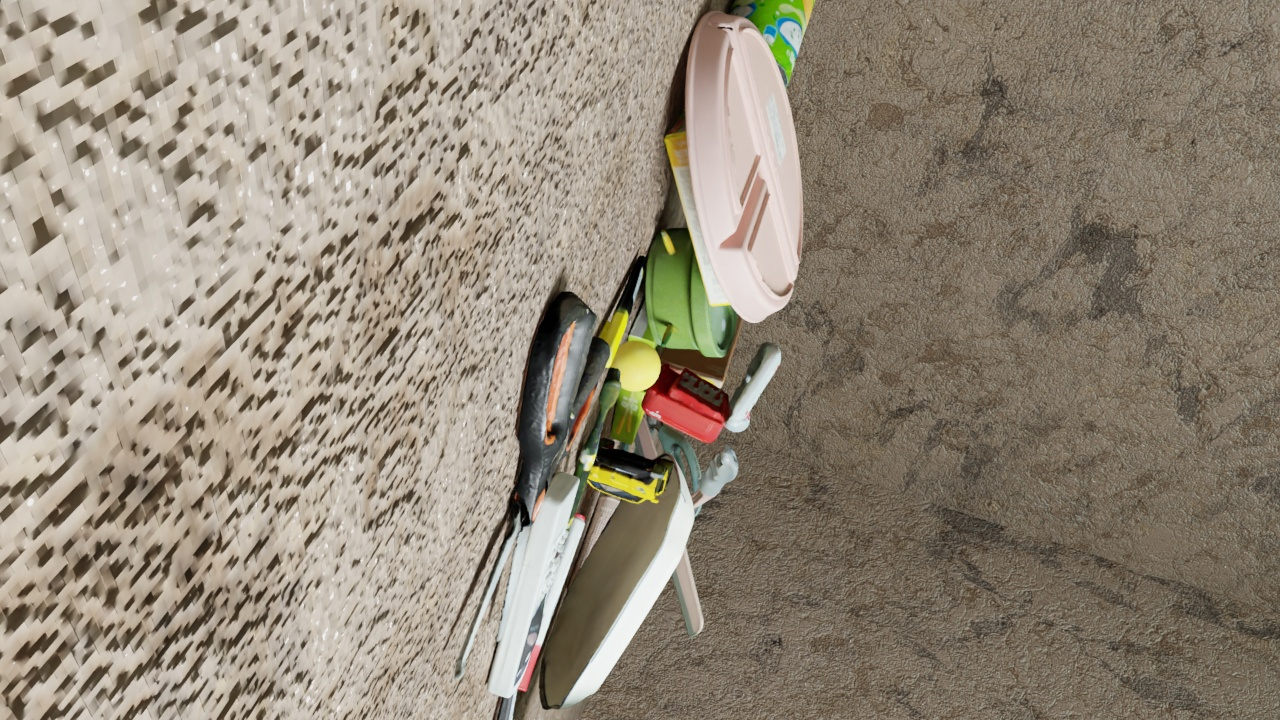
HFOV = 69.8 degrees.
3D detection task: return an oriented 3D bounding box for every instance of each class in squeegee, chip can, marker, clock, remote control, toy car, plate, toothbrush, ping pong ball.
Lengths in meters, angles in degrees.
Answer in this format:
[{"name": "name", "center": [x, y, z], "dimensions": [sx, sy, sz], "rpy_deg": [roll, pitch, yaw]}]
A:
[{"name": "squeegee", "center": [0.059, 0.123, 0.877], "dimensions": [0.250, 0.040, 0.247], "rpy_deg": [118, -40, -65]}, {"name": "chip can", "center": [0.127, -0.342, 0.803], "dimensions": [0.072, 0.072, 0.235], "rpy_deg": [91, 18, -73]}, {"name": "marker", "center": [-0.105, 0.270, 0.700], "dimensions": [0.018, 0.015, 0.124], "rpy_deg": [-59, 163, -75]}, {"name": "clock", "center": [0.051, -0.063, 0.798], "dimensions": [0.161, 0.056, 0.116], "rpy_deg": [-14, 106, -71]}, {"name": "remote control", "center": [-0.070, 0.150, 0.614], "dimensions": [0.058, 0.021, 0.150], "rpy_deg": [-51, 157, -76]}, {"name": "marker", "center": [-0.074, 0.192, 0.741], "dimensions": [0.017, 0.017, 0.145], "rpy_deg": [95, 13, -67]}, {"name": "toy car", "center": [-0.014, 0.092, 0.755], "dimensions": [0.156, 0.071, 0.041], "rpy_deg": [48, 61, -83]}, {"name": "plate", "center": [-0.020, 0.211, 0.858], "dimensions": [0.266, 0.034, 0.162], "rpy_deg": [-60, -166, 13]}, {"name": "plate", "center": [0.085, -0.143, 0.684], "dimensions": [0.229, 0.028, 0.229], "rpy_deg": [-5, 90, -67]}, {"name": "toothbrush", "center": [-0.038, 0.069, 0.641], "dimensions": [0.186, 0.012, 0.017], "rpy_deg": [110, -12, -47]}, {"name": "ping pong ball", "center": [-0.004, 0.004, 0.723], "dimensions": [0.040, 0.040, 0.040], "rpy_deg": [20, 88, -85]}, {"name": "marker", "center": [-0.013, -0.038, 0.650], "dimensions": [0.123, 0.015, 0.018], "rpy_deg": [-71, 177, -49]}]

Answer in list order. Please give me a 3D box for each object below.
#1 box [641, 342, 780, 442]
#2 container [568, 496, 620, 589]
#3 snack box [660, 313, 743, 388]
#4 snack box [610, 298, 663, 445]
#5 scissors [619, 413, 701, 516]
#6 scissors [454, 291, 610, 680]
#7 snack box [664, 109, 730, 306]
[{"name": "box", "center": [0.071, 0.012, 0.857], "dimensions": [0.100, 0.102, 0.201], "rpy_deg": [-63, 176, 6]}, {"name": "container", "center": [-0.024, 0.225, 1.006], "dimensions": [0.090, 0.090, 0.110], "rpy_deg": [99, 13, -59]}, {"name": "snack box", "center": [0.057, -0.019, 1.014], "dimensions": [0.094, 0.093, 0.077], "rpy_deg": [82, 26, -79]}, {"name": "snack box", "center": [0.003, 0.002, 0.879], "dimensions": [0.157, 0.026, 0.085], "rpy_deg": [102, 8, -49]}, {"name": "scissors", "center": [0.011, 0.104, 1.021], "dimensions": [0.181, 0.019, 0.170], "rpy_deg": [-42, -118, 52]}, {"name": "scissors", "center": [-0.052, 0.058, 0.497], "dimensions": [0.233, 0.022, 0.221], "rpy_deg": [-68, 173, -47]}, {"name": "snack box", "center": [0.060, -0.122, 0.697], "dimensions": [0.086, 0.034, 0.140], "rpy_deg": [-62, 139, -52]}]
